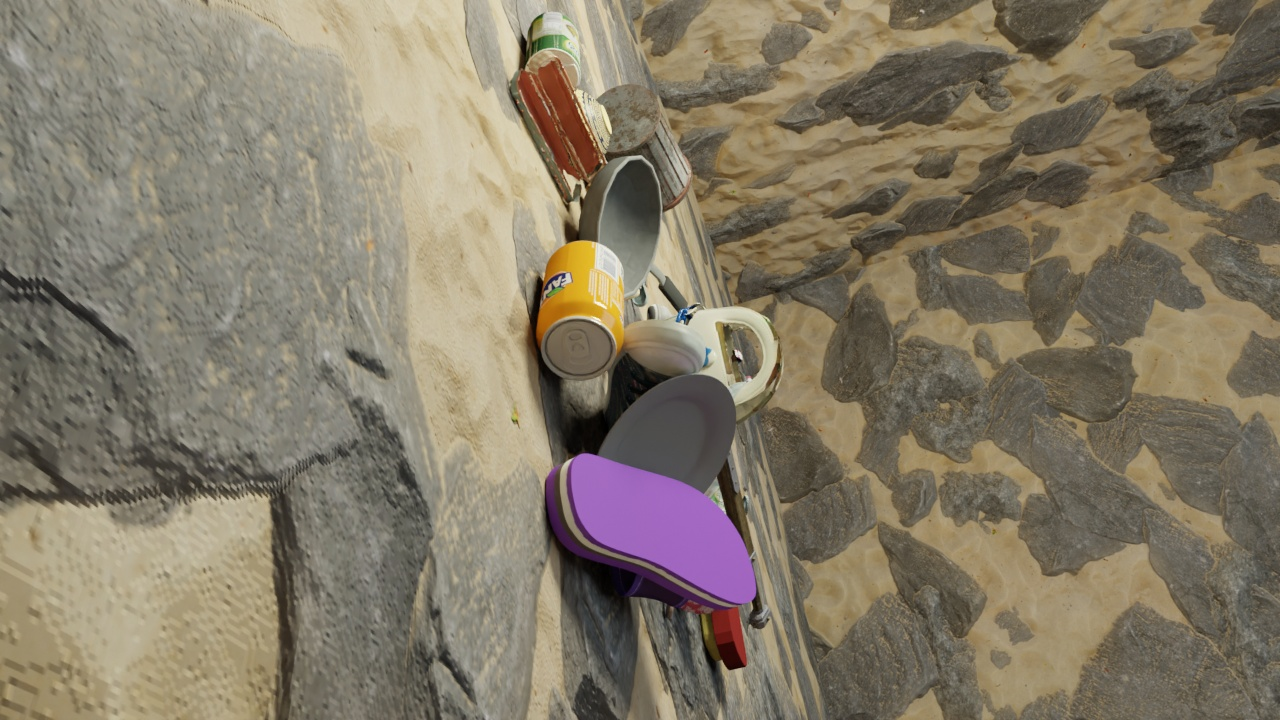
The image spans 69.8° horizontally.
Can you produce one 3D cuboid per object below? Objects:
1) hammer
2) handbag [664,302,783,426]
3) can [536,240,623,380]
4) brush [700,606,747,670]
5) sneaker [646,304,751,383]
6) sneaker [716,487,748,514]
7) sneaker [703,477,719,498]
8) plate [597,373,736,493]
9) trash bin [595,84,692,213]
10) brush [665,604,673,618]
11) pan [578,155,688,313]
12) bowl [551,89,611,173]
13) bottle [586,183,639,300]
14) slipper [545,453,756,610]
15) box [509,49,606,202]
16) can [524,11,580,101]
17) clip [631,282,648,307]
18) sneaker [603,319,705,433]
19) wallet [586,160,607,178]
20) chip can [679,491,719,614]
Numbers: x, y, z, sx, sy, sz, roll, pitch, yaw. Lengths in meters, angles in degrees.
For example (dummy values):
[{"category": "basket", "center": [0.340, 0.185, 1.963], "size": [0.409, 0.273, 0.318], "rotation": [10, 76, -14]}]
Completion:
[{"category": "hammer", "center": [0.113, 0.181, 1.049], "size": [0.146, 0.028, 0.317], "rotation": [-44, 129, -45]}, {"category": "handbag", "center": [0.100, 0.007, 1.287], "size": [0.093, 0.200, 0.200], "rotation": [40, 31, -50]}, {"category": "can", "center": [-0.055, -0.049, 0.864], "size": [0.142, 0.079, 0.079], "rotation": [-91, 162, -56]}, {"category": "brush", "center": [0.105, 0.334, 1.249], "size": [0.173, 0.042, 0.082], "rotation": [-96, 166, -45]}, {"category": "sneaker", "center": [0.092, -0.007, 1.474], "size": [0.263, 0.129, 0.096], "rotation": [56, 17, -48]}, {"category": "sneaker", "center": [0.108, 0.210, 1.281], "size": [0.087, 0.089, 0.235], "rotation": [47, 15, -22]}, {"category": "sneaker", "center": [0.043, 0.138, 1.056], "size": [0.088, 0.118, 0.240], "rotation": [54, 15, 2]}, {"category": "plate", "center": [0.022, 0.090, 0.882], "size": [0.012, 0.178, 0.178], "rotation": [36, -19, 42]}, {"category": "trash bin", "center": [0.002, -0.337, 1.503], "size": [0.211, 0.131, 0.130], "rotation": [49, 27, -64]}, {"category": "brush", "center": [0.032, 0.235, 1.060], "size": [0.135, 0.015, 0.050], "rotation": [-84, -171, -45]}, {"category": "pan", "center": [0.001, -0.138, 1.225], "size": [0.357, 0.041, 0.178], "rotation": [45, 60, -62]}, {"category": "bowl", "center": [-0.074, -0.316, 1.239], "size": [0.112, 0.061, 0.112], "rotation": [-15, 89, -80]}, {"category": "bottle", "center": [-0.031, -0.165, 1.256], "size": [0.059, 0.060, 0.166], "rotation": [-82, 162, -66]}, {"category": "slipper", "center": [-0.005, 0.165, 0.830], "size": [0.266, 0.084, 0.107], "rotation": [31, 40, -45]}, {"category": "box", "center": [-0.096, -0.270, 1.076], "size": [0.043, 0.083, 0.187], "rotation": [43, -11, 41]}, {"category": "can", "center": [-0.108, -0.375, 1.132], "size": [0.120, 0.067, 0.067], "rotation": [-96, 166, -48]}, {"category": "clip", "center": [-0.010, -0.153, 1.435], "size": [0.141, 0.029, 0.171], "rotation": [47, 29, -66]}, {"category": "sneaker", "center": [0.000, 0.039, 0.917], "size": [0.236, 0.087, 0.079], "rotation": [114, -11, -61]}, {"category": "wallet", "center": [-0.030, -0.224, 1.324], "size": [0.131, 0.054, 0.100], "rotation": [61, 4, 2]}, {"category": "chip can", "center": [0.068, 0.206, 1.159], "size": [0.222, 0.075, 0.075], "rotation": [-94, 165, -49]}]
